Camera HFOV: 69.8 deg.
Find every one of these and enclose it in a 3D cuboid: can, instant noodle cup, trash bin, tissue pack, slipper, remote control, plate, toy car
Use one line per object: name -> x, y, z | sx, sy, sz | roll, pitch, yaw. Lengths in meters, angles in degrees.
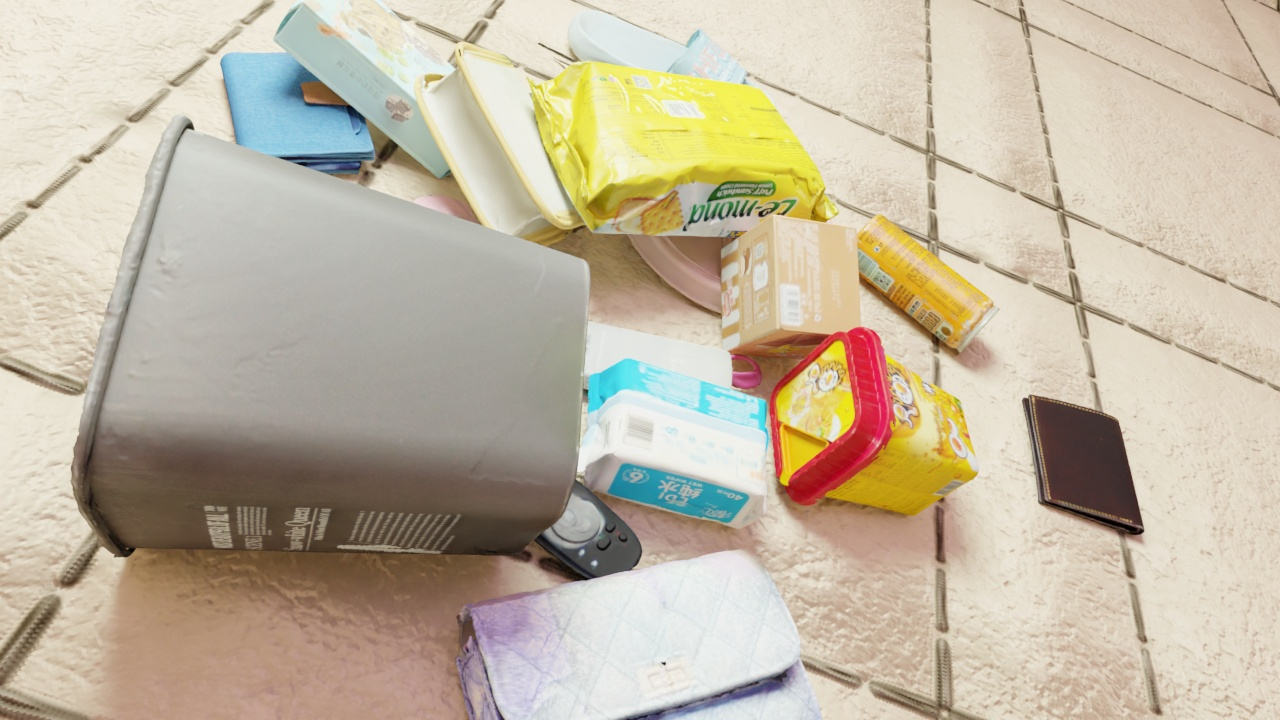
can -> 0.265, -0.074, 0.875 | 0.146, 0.058, 0.058 | 42, 48, 14
instant noodle cup -> 0.178, 0.055, 0.695 | 0.123, 0.116, 0.116 | 21, 45, -22
trash bin -> -0.156, 0.013, 0.502 | 0.219, 0.200, 0.198 | 11, 65, -18
tissue pack -> 0.026, 0.060, 0.648 | 0.140, 0.063, 0.089 | 16, 48, -9
slipper -> 0.039, -0.318, 0.977 | 0.245, 0.074, 0.103 | 28, 45, 3
remote control -> -0.004, 0.004, 0.703 | 0.150, 0.021, 0.058 | 12, 48, -3
remote control -> -0.059, 0.097, 0.605 | 0.136, 0.024, 0.053 | 39, 50, 12
plate -> 0.084, -0.141, 0.848 | 0.229, 0.028, 0.229 | 13, 56, -20
toy car -> -0.144, -0.089, 0.723 | 0.056, 0.037, 0.122 | -13, 57, -34

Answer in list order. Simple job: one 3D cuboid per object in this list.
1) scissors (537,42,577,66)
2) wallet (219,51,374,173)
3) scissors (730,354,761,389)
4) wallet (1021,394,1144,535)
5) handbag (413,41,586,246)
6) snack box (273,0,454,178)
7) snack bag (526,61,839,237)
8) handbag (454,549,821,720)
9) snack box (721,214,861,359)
scissors -> -0.020, -0.276, 0.929 | 0.173, 0.014, 0.159 | 24, 6, -31
wallet -> -0.285, -0.209, 0.764 | 0.106, 0.040, 0.133 | -8, 57, -25
scissors -> 0.039, 0.026, 0.719 | 0.136, 0.017, 0.105 | -1, 53, -19
wallet -> 0.393, 0.089, 0.817 | 0.096, 0.020, 0.122 | 16, 48, -4
handbag -> -0.100, -0.175, 0.774 | 0.163, 0.063, 0.178 | 62, 22, -3
snack box -> -0.209, -0.239, 0.766 | 0.175, 0.052, 0.074 | 39, 39, -27
snack bag -> 0.036, -0.178, 0.766 | 0.246, 0.068, 0.158 | -3, 52, -30
handbag -> 0.003, 0.184, 0.522 | 0.193, 0.076, 0.134 | -5, 53, -28
snack box -> 0.120, -0.056, 0.746 | 0.077, 0.095, 0.092 | 4, 78, -21
